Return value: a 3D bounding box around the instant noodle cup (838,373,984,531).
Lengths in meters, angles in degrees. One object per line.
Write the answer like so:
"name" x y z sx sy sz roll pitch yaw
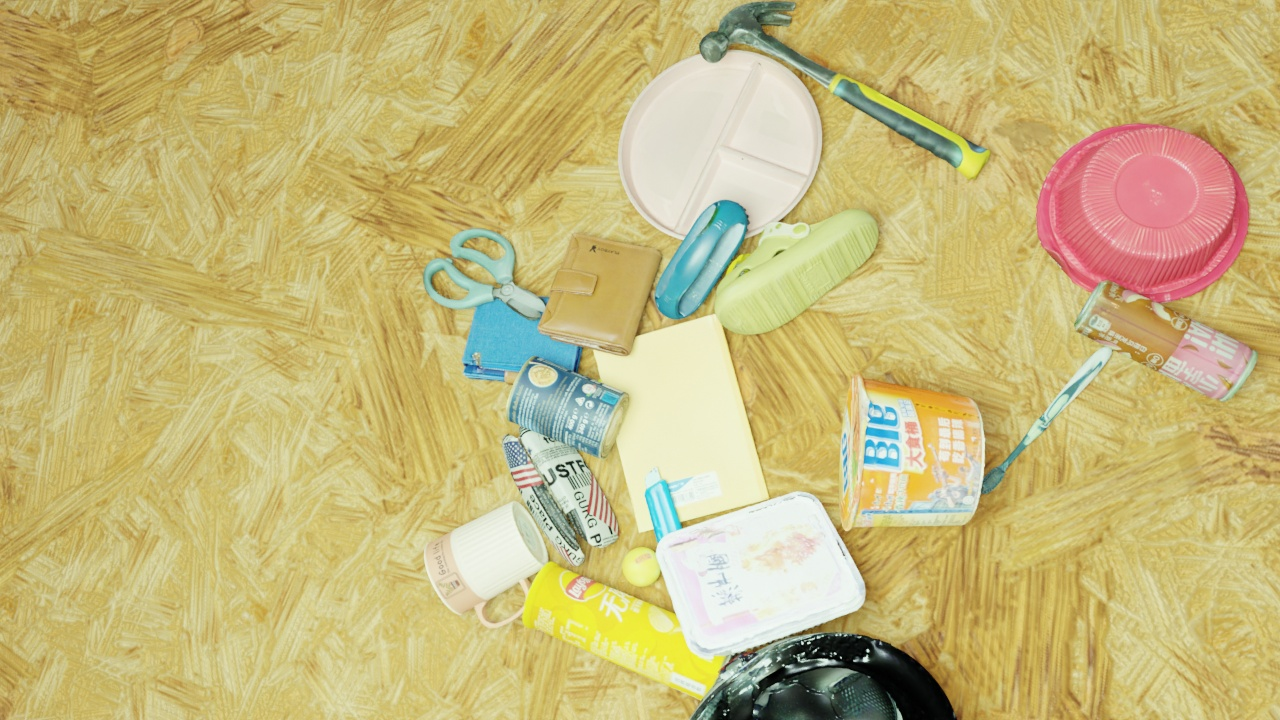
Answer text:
"instant noodle cup" 0.253 0.091 0.869 0.111 0.151 0.151 4 80 6

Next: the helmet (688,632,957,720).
"helmet" 0.144 0.361 0.828 0.230 0.157 0.274 38 87 3

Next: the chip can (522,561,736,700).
"chip can" -0.011 0.275 0.929 0.213 0.072 0.072 18 83 17

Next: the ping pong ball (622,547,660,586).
"ping pong ball" 0.001 0.215 0.954 0.040 0.040 0.040 -3 78 13

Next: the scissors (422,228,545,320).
"scissors" -0.161 -0.106 1.056 0.185 0.019 0.129 13 64 19

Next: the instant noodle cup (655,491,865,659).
"instant noodle cup" 0.114 0.215 0.888 0.173 0.060 0.138 -18 47 -5

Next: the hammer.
"hammer" 0.228 -0.293 0.989 0.323 0.032 0.125 34 59 11

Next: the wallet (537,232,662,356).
"wallet" -0.044 -0.075 1.010 0.108 0.031 0.131 14 64 10

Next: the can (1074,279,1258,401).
"can" 0.495 -0.020 0.872 0.147 0.058 0.058 30 87 17

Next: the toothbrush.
"toothbrush" 0.398 0.058 0.901 0.016 0.018 0.191 42 91 18

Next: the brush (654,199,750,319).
"brush" 0.062 -0.105 0.970 0.055 0.073 0.144 36 109 8

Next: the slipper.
"slipper" 0.157 -0.102 0.967 0.190 0.091 0.081 -32 48 5

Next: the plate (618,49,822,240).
"plate" 0.088 -0.238 1.032 0.230 0.028 0.229 -3 79 14

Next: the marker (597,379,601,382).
"marker" -0.006 0.006 1.011 0.124 0.015 0.018 -33 77 6

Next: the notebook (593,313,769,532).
"notebook" 0.041 0.066 0.981 0.146 0.010 0.206 -16 81 9

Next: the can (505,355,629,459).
"can" -0.074 0.050 0.960 0.111 0.075 0.075 21 84 10

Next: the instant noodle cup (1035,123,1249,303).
"instant noodle cup" 0.495 -0.153 0.896 0.194 0.066 0.193 -3 79 14

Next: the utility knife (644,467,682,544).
"utility knife" 0.033 0.189 0.956 0.034 0.018 0.159 -19 81 12

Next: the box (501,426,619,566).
"box" -0.098 0.145 0.988 0.088 0.076 0.163 -39 75 25

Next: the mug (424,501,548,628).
"mug" -0.156 0.221 0.971 0.106 0.081 0.114 -29 77 5

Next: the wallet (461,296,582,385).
"wallet" -0.129 -0.024 1.036 0.133 0.040 0.106 5 71 15
